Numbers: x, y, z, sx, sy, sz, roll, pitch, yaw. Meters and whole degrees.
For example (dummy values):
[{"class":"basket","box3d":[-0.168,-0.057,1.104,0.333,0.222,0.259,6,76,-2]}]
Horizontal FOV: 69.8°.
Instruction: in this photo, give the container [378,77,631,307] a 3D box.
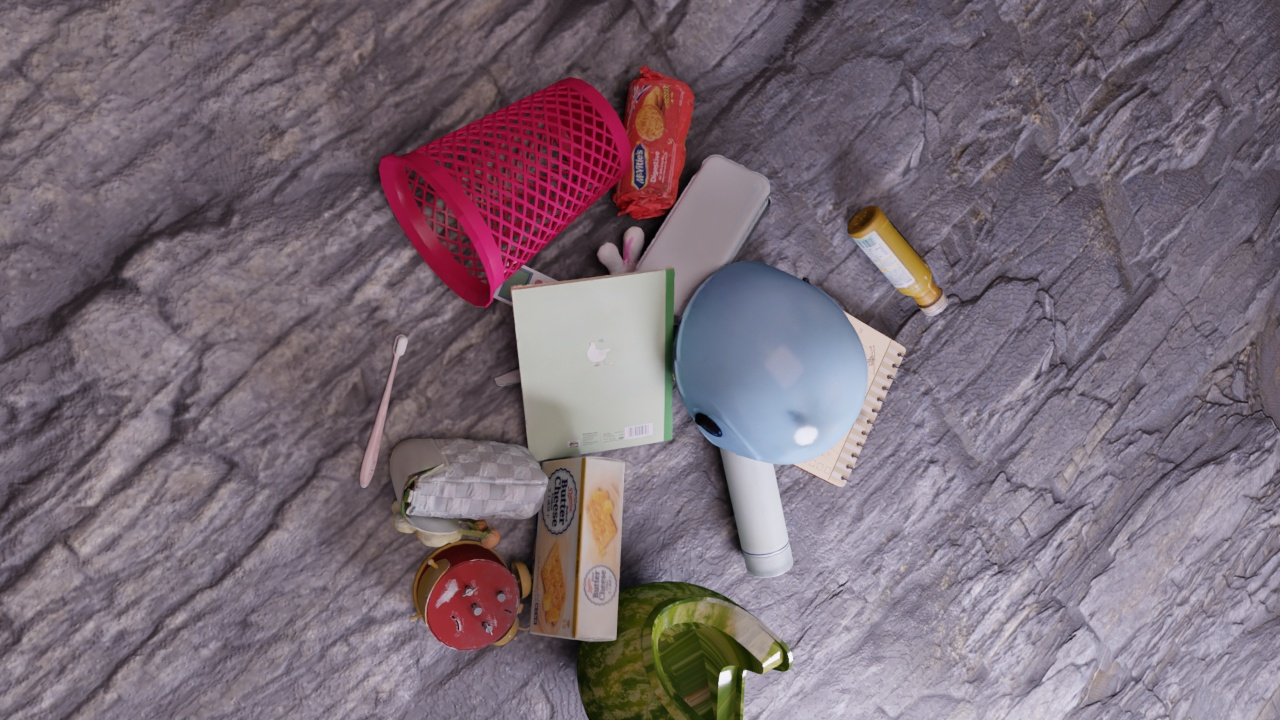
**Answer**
[{"class":"container","box3d":[-0.134,-0.197,0.996,0.225,0.183,0.183,-39,111,-22]}]

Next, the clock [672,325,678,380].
[{"class":"clock","box3d":[0.064,-0.030,1.163,0.083,0.057,0.119,11,93,-26]}]

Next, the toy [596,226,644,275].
[{"class":"toy","box3d":[-0.013,-0.097,1.130,0.075,0.037,0.125,-30,118,-25]}]

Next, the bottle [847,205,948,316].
[{"class":"bottle","box3d":[0.364,-0.135,1.282,0.186,0.053,0.053,42,80,-24]}]

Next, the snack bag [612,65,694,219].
[{"class":"snack bag","box3d":[0.016,-0.255,1.097,0.082,0.082,0.176,5,97,-25]}]

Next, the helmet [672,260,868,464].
[{"class":"helmet","box3d":[0.166,0.007,1.077,0.265,0.167,0.225,46,73,-33]}]

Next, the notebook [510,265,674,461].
[{"class":"notebook","box3d":[-0.049,0.011,1.065,0.182,0.010,0.253,-8,127,-8]}]

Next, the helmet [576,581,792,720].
[{"class":"helmet","box3d":[0.036,0.387,1.119,0.243,0.248,0.212,37,54,8]}]

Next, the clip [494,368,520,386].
[{"class":"clip","box3d":[-0.121,0.028,1.112,0.101,0.038,0.054,-23,83,-18]}]

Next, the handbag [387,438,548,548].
[{"class":"handbag","box3d":[-0.197,0.155,1.050,0.171,0.112,0.123,4,106,-25]}]

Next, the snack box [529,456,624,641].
[{"class":"snack box","box3d":[-0.074,0.220,1.081,0.057,0.104,0.207,12,74,-35]}]

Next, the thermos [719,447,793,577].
[{"class":"thermos","box3d":[0.152,0.176,1.230,0.067,0.068,0.230,-18,106,-21]}]

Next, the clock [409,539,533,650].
[{"class":"clock","box3d":[-0.188,0.284,1.087,0.158,0.081,0.117,18,90,-25]}]

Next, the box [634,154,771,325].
[{"class":"box","box3d":[0.081,-0.129,1.127,0.108,0.110,0.216,30,79,17]}]

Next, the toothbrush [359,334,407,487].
[{"class":"toothbrush","box3d":[-0.292,0.058,1.042,0.015,0.018,0.181,14,93,-25]}]

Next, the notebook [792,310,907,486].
[{"class":"notebook","box3d":[0.274,0.051,1.288,0.167,0.024,0.225,27,87,-24]}]

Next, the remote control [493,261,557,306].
[{"class":"remote control","box3d":[-0.107,-0.071,1.099,0.143,0.024,0.049,24,88,-27]}]

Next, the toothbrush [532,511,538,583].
[{"class":"toothbrush","box3d":[-0.125,0.228,1.142,0.021,0.017,0.135,-3,99,-22]}]
